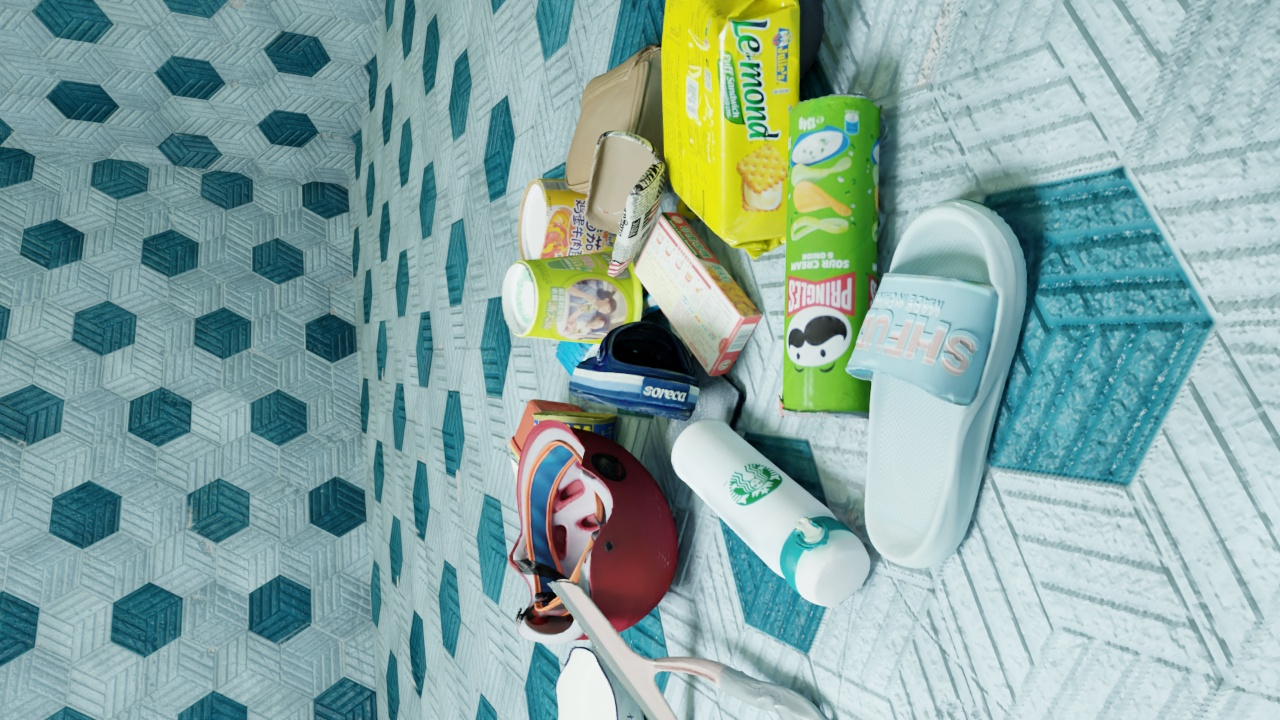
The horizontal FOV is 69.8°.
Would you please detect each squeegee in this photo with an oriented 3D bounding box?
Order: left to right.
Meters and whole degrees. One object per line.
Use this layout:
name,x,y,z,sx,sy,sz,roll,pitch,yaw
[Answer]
squeegee,0.068,0.284,0.807,0.250,0.040,0.248,-5,123,47

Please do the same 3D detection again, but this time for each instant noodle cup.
instant noodle cup,-0.078,-0.067,0.986,0.112,0.123,0.111,5,96,56
instant noodle cup,-0.083,-0.162,1.124,0.138,0.109,0.138,180,90,-65

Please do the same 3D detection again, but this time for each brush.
brush,-0.015,-0.057,1.047,0.316,0.060,0.109,-57,45,44

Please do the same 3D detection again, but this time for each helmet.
helmet,-0.045,0.181,0.977,0.208,0.143,0.239,-54,37,39

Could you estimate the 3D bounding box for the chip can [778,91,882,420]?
chip can,0.141,-0.074,0.683,0.072,0.072,0.236,177,95,-65

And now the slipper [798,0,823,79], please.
slipper,0.091,-0.365,0.802,0.111,0.083,0.267,-37,57,57

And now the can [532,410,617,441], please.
can,-0.081,0.106,1.118,0.102,0.057,0.083,2,93,23

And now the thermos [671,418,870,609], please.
thermos,0.102,0.119,0.755,0.224,0.073,0.073,-140,56,-59

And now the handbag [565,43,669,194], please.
handbag,-0.009,-0.249,0.994,0.205,0.099,0.147,9,89,65

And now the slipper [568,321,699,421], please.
slipper,-0.005,0.005,0.911,0.253,0.105,0.095,-164,88,-79

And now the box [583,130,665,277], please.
box,-0.020,-0.148,0.900,0.163,0.075,0.086,115,167,-62

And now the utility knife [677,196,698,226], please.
utility knife,0.061,-0.186,0.914,0.015,0.033,0.202,59,143,43

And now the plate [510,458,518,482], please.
plate,-0.121,0.215,1.216,0.164,0.034,0.164,56,159,32

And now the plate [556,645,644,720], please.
plate,-0.047,0.441,1.077,0.205,0.045,0.205,-177,90,-65

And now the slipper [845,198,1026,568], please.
slipper,0.177,0.017,0.598,0.104,0.074,0.245,-152,65,-64

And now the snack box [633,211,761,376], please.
snack box,0.051,-0.066,0.887,0.155,0.027,0.077,56,137,33

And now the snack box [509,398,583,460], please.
snack box,-0.114,0.098,1.198,0.082,0.091,0.080,43,120,59

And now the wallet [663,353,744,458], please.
wallet,0.062,0.064,0.906,0.097,0.019,0.121,47,128,54

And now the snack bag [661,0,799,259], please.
snack bag,0.070,-0.218,0.772,0.158,0.068,0.247,-123,23,-50
